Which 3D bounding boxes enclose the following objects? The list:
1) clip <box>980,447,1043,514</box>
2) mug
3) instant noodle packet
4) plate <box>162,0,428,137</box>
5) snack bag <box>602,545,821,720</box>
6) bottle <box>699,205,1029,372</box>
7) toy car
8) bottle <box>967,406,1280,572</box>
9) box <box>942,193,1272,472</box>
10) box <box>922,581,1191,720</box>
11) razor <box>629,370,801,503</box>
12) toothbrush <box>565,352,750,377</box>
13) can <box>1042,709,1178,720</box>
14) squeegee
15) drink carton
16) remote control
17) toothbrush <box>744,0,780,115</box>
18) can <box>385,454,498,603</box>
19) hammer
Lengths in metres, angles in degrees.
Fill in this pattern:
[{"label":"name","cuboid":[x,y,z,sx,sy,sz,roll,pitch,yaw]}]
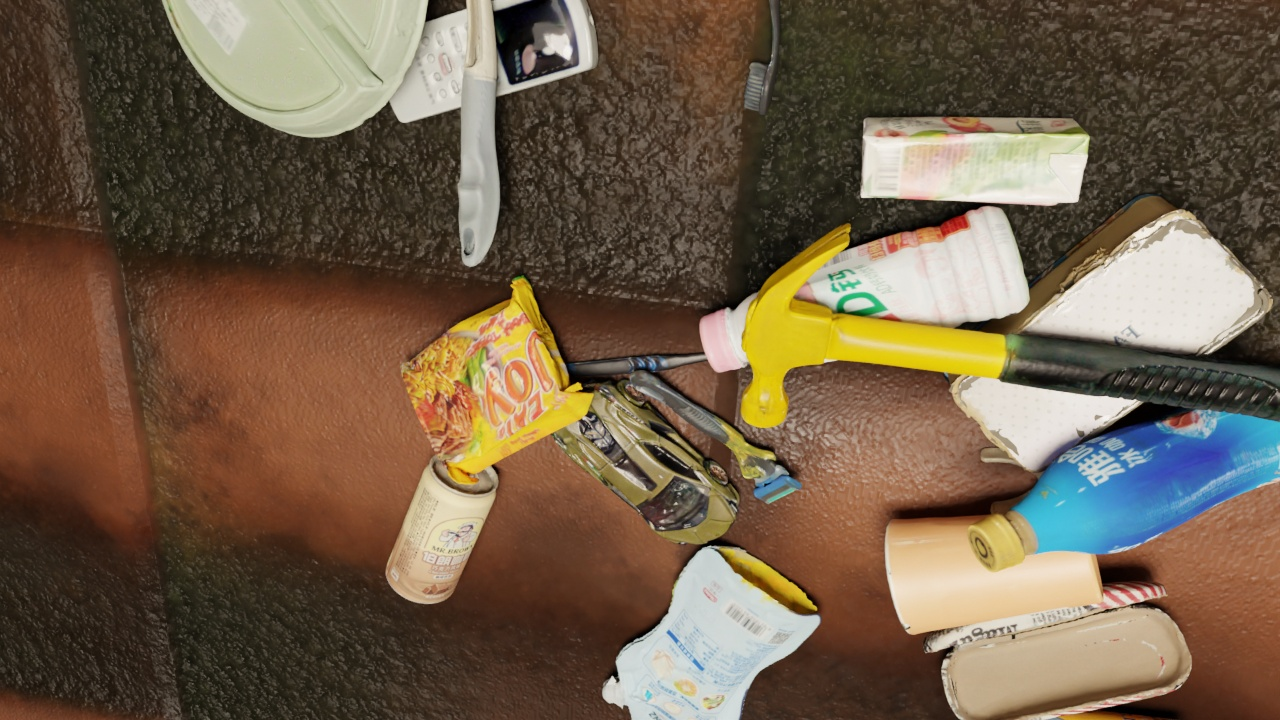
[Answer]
[{"label":"clip","cuboid":[0.281,0.075,0.609,0.100,0.034,0.072,-10,109,26]},{"label":"mug","cuboid":[0.233,0.137,0.606,0.123,0.078,0.078,-13,107,27]},{"label":"instant noodle packet","cuboid":[-0.106,0.016,0.657,0.129,0.044,0.110,-32,77,21]},{"label":"plate","cuboid":[-0.229,-0.257,0.575,0.230,0.027,0.230,9,110,26]},{"label":"snack bag","cuboid":[0.050,0.235,0.723,0.110,0.038,0.191,29,116,-4]},{"label":"bottle","cuboid":[0.135,-0.036,0.579,0.197,0.068,0.068,-17,106,19]},{"label":"toy car","cuboid":[0.005,0.077,0.671,0.158,0.042,0.070,41,115,-7]},{"label":"bottle","cuboid":[0.295,0.070,0.537,0.218,0.065,0.065,-21,106,-7]},{"label":"box","cuboid":[0.270,-0.010,0.561,0.090,0.062,0.185,45,116,-5]},{"label":"box","cuboid":[0.280,0.196,0.628,0.162,0.075,0.086,-21,137,23]},{"label":"razor","cuboid":[0.051,0.050,0.657,0.142,0.022,0.043,37,143,-6]},{"label":"toothbrush","cuboid":[-0.004,0.004,0.658,0.190,0.016,0.014,-5,112,16]},{"label":"can","cuboid":[0.315,0.281,0.663,0.146,0.058,0.058,3,111,13]},{"label":"squeegee","cuboid":[-0.104,-0.183,0.569,0.247,0.039,0.247,8,108,28]},{"label":"drink carton","cuboid":[0.193,-0.117,0.541,0.122,0.053,0.045,4,116,12]},{"label":"remote control","cuboid":[-0.102,-0.201,0.599,0.150,0.021,0.058,-11,108,18]},{"label":"toothbrush","cuboid":[0.078,-0.236,0.529,0.018,0.014,0.189,15,124,17]},{"label":"can","cuboid":[-0.156,0.132,0.720,0.058,0.058,0.116,27,115,2]},{"label":"hammer","cuboid":[0.208,-0.002,0.523,0.301,0.032,0.129,8,121,8]}]
